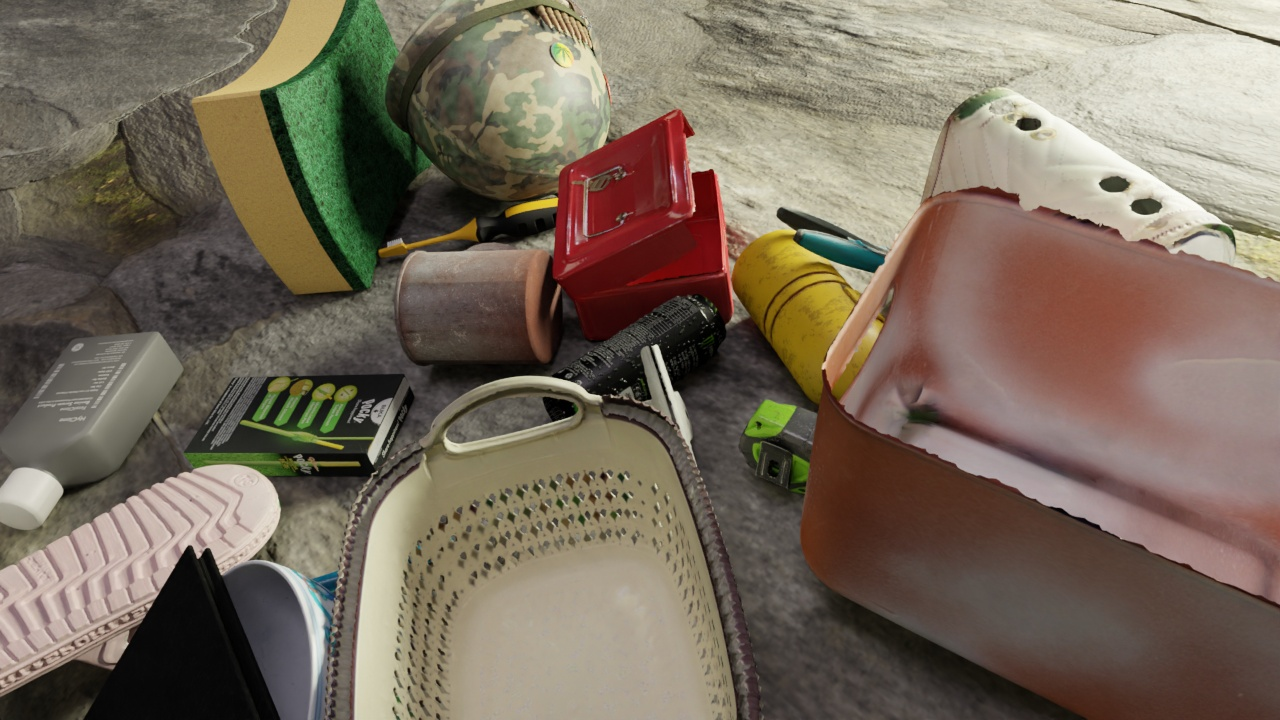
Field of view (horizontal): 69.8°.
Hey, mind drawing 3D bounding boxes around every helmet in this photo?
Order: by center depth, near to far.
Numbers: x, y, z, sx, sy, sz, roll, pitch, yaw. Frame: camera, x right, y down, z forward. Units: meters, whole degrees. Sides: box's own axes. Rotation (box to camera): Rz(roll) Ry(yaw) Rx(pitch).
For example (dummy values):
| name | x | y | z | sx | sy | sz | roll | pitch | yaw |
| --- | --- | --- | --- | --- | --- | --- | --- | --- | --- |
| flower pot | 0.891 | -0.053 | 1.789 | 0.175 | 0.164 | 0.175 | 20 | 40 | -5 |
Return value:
| name | x | y | z | sx | sy | sz | roll | pitch | yaw |
| --- | --- | --- | --- | --- | --- | --- | --- | --- | --- |
| helmet | -0.130 | -0.260 | 0.864 | 0.236 | 0.193 | 0.223 | 49 | 41 | 13 |

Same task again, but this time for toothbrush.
| name | x | y | z | sx | sy | sz | roll | pitch | yaw |
| --- | --- | --- | --- | --- | --- | --- | --- | --- | --- |
| toothbrush | -0.145 | -0.121 | 0.842 | 0.197 | 0.031 | 0.030 | -13 | 55 | 1 |

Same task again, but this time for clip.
| name | x | y | z | sx | sy | sz | roll | pitch | yaw |
| --- | --- | --- | --- | --- | --- | --- | --- | --- | --- |
| clip | 0.016 | 0.041 | 0.610 | 0.040 | 0.101 | 0.054 | -17 | -2 | -4 |

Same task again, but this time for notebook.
| name | x | y | z | sx | sy | sz | roll | pitch | yaw |
| --- | --- | --- | --- | --- | --- | --- | --- | --- | --- |
| notebook | -0.215 | 0.223 | 0.422 | 0.231 | 0.019 | 0.169 | 40 | 100 | 42 |

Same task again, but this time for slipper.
| name | x | y | z | sx | sy | sz | roll | pitch | yaw |
| --- | --- | --- | --- | --- | --- | --- | --- | --- | --- |
| slipper | -0.332 | 0.150 | 0.569 | 0.094 | 0.064 | 0.238 | 30 | 43 | 33 |

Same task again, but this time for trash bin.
| name | x | y | z | sx | sy | sz | roll | pitch | yaw |
| --- | --- | --- | --- | --- | --- | --- | --- | --- | --- |
| trash bin | 0.219 | 0.056 | 0.436 | 0.260 | 0.158 | 0.181 | 24 | 52 | 20 |

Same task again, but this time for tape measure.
| name | x | y | z | sx | sy | sz | roll | pitch | yaw |
| --- | --- | --- | --- | --- | --- | --- | --- | --- | --- |
| tape measure | 0.092 | 0.057 | 0.565 | 0.066 | 0.059 | 0.035 | 18 | 51 | 27 |

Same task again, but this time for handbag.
| name | x | y | z | sx | sy | sz | roll | pitch | yaw |
| --- | --- | --- | --- | --- | --- | --- | --- | --- | --- |
| handbag | 0.275 | -0.078 | 0.606 | 0.096 | 0.142 | 0.198 | -20 | 41 | -5 |

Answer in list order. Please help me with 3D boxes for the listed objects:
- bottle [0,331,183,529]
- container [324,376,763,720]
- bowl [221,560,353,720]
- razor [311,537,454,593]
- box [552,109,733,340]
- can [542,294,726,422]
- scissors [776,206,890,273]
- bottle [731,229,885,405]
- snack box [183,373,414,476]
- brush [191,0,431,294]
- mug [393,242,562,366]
| name | x | y | z | sx | sy | sz | roll | pitch | yaw |
| --- | --- | --- | --- | --- | --- | --- | --- | --- | --- |
| bottle | -0.439 | 0.052 | 0.715 | 0.084 | 0.046 | 0.173 | -4 | 42 | 10 |
| container | -0.041 | 0.141 | 0.445 | 0.185 | 0.143 | 0.251 | -15 | 42 | 0 |
| bowl | -0.177 | 0.180 | 0.470 | 0.144 | 0.074 | 0.143 | -16 | 64 | 36 |
| razor | -0.187 | 0.138 | 0.578 | 0.144 | 0.022 | 0.042 | -16 | 81 | -9 |
| box | 0.004 | -0.098 | 0.744 | 0.136 | 0.117 | 0.157 | -18 | 43 | 18 |
| can | -0.004 | 0.004 | 0.651 | 0.137 | 0.054 | 0.054 | -33 | 45 | -21 |
| scissors | 0.162 | -0.076 | 0.661 | 0.130 | 0.019 | 0.150 | 38 | 27 | 20 |
| bottle | 0.126 | -0.021 | 0.632 | 0.071 | 0.071 | 0.163 | -19 | 42 | -7 |
| snack box | -0.254 | 0.048 | 0.688 | 0.148 | 0.025 | 0.080 | -1 | 43 | 13 |
| brush | -0.286 | -0.206 | 0.847 | 0.075 | 0.195 | 0.249 | -3 | 43 | 11 |
| mug | -0.119 | -0.052 | 0.714 | 0.110 | 0.096 | 0.122 | 4 | 49 | 9 |
